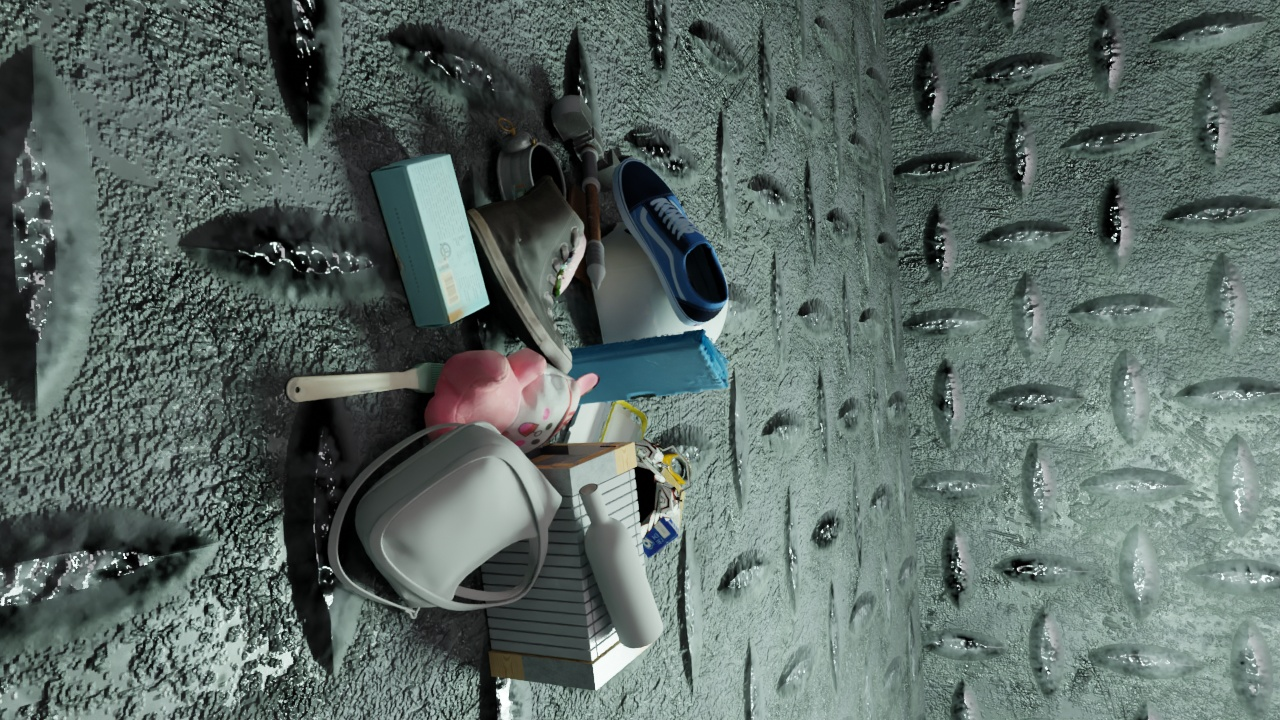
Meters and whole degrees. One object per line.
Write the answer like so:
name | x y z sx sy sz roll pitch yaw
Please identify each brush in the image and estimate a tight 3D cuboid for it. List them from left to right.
brush | -0.266 0.022 0.923 0.217 0.012 0.033 -6 92 -59

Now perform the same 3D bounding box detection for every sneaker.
sneaker | -0.111 -0.095 1.088 0.119 0.095 0.235 -31 113 -16
sneaker | 0.050 -0.167 1.183 0.083 0.098 0.241 -23 83 -31

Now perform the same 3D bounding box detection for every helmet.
helmet | 0.045 -0.093 1.333 0.263 0.164 0.237 -31 116 -62

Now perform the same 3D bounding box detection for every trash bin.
trash bin | -0.090 0.230 1.077 0.142 0.143 0.247 -15 100 -60

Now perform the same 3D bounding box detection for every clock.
clock | -0.140 -0.230 1.130 0.103 0.056 0.148 -70 145 -49
clock | -0.011 0.160 1.154 0.114 0.155 0.065 67 14 22

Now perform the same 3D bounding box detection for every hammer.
hammer | -0.062 -0.199 1.170 0.321 0.043 0.156 -96 159 -43

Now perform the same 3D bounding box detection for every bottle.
bottle | -0.027 0.218 0.988 0.052 0.053 0.195 -50 129 -51

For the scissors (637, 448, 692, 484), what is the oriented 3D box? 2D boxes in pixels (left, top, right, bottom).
scissors | 0.025 0.180 1.421 0.225 0.016 0.161 38 54 -53

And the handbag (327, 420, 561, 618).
handbag | -0.184 0.183 0.941 0.215 0.095 0.223 -35 130 -11

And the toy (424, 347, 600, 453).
toy | -0.145 0.046 1.034 0.142 0.084 0.213 -52 150 14

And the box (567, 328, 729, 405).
box | -0.007 0.006 1.164 0.093 0.232 0.048 57 37 -38

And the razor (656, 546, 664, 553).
razor | -0.008 0.248 1.313 0.052 0.047 0.143 -51 138 -2

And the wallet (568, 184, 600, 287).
wallet | -0.082 -0.172 1.272 0.087 0.013 0.120 32 59 -61

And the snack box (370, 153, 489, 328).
snack box | -0.221 -0.127 0.977 0.074 0.053 0.175 -39 122 -56

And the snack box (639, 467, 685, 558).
snack box | 0.022 0.209 1.281 0.056 0.057 0.206 52 9 -2

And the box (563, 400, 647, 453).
box | -0.060 0.131 1.257 0.129 0.039 0.209 44 49 -32

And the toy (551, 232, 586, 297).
toy | -0.100 -0.142 1.186 0.093 0.050 0.103 -94 -155 -49

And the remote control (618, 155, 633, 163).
remote control | -0.008 -0.245 1.411 0.032 0.015 0.136 -48 130 -52
